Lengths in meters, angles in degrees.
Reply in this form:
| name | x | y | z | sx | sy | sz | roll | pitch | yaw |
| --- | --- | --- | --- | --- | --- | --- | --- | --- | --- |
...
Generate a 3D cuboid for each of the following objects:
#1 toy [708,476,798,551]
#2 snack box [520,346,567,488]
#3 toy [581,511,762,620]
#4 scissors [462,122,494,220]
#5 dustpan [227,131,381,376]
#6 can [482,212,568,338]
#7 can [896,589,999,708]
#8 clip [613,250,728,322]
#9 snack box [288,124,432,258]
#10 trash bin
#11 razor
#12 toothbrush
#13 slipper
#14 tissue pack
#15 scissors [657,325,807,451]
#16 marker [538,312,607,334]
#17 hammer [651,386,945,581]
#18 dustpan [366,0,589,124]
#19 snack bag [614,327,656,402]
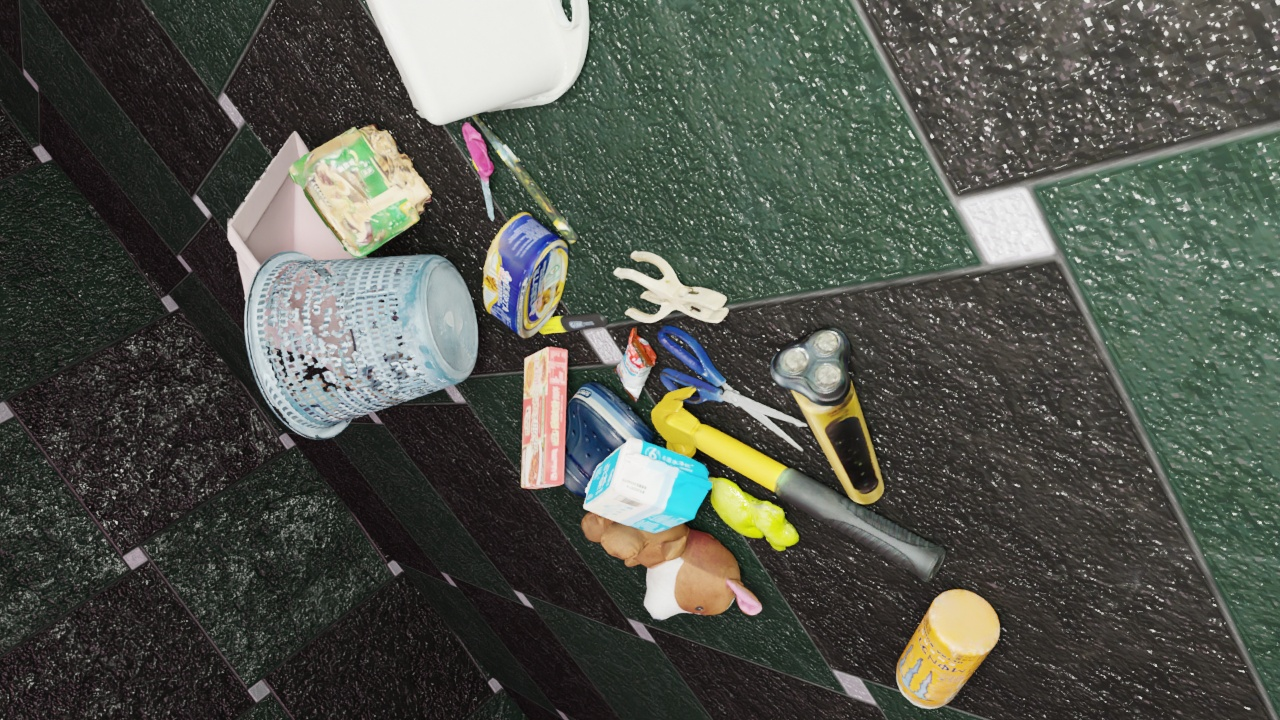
| name | x | y | z | sx | sy | sz | roll | pitch | yaw |
| --- | --- | --- | --- | --- | --- | --- | --- | --- | --- |
| toy | 0.111 | 0.158 | 0.937 | 0.100 | 0.031 | 0.097 | 0 | 129 | 54 |
| snack box | -0.109 | 0.066 | 1.034 | 0.075 | 0.025 | 0.152 | -20 | 67 | 61 |
| toy | 0.034 | 0.228 | 1.039 | 0.199 | 0.130 | 0.140 | 34 | 173 | -17 |
| scissors | -0.151 | -0.175 | 0.887 | 0.054 | 0.017 | 0.133 | 56 | 164 | 21 |
| dustpan | -0.401 | -0.119 | 1.167 | 0.139 | 0.222 | 0.274 | 11 | 135 | -5 |
| can | -0.112 | -0.080 | 0.899 | 0.049 | 0.074 | 0.148 | 38 | 152 | 11 |
| can | 0.269 | 0.259 | 0.815 | 0.058 | 0.058 | 0.146 | 34 | 150 | 24 |
| clip | 0.025 | -0.049 | 0.790 | 0.102 | 0.034 | 0.094 | 33 | 146 | 11 |
| snack box | -0.311 | -0.178 | 1.013 | 0.118 | 0.117 | 0.106 | 56 | 156 | -11 |
| trash bin | -0.305 | -0.034 | 1.068 | 0.195 | 0.226 | 0.227 | -10 | 128 | 13 |
| razor | 0.155 | 0.051 | 0.714 | 0.167 | 0.062 | 0.067 | 61 | 180 | -33 |
| toothbrush | -0.116 | -0.183 | 0.836 | 0.186 | 0.012 | 0.017 | 52 | 142 | -8 |
| slipper | -0.063 | 0.108 | 1.057 | 0.105 | 0.095 | 0.253 | 42 | 156 | 5 |
| tissue pack | 0.005 | 0.125 | 0.915 | 0.090 | 0.063 | 0.140 | 21 | 156 | -11 |
| scissors | 0.076 | 0.032 | 0.844 | 0.166 | 0.012 | 0.155 | 50 | 152 | -3 |
| marker | -0.072 | -0.038 | 0.959 | 0.124 | 0.015 | 0.018 | -2 | 128 | 54 |
| hammer | 0.131 | 0.110 | 0.836 | 0.301 | 0.032 | 0.129 | 28 | 157 | 30 |
| dustpan | -0.144 | -0.296 | 0.716 | 0.257 | 0.142 | 0.223 | -125 | 12 | -58 |
| snack bag | -0.005 | 0.005 | 0.907 | 0.045 | 0.026 | 0.105 | 56 | 158 | 15 |
